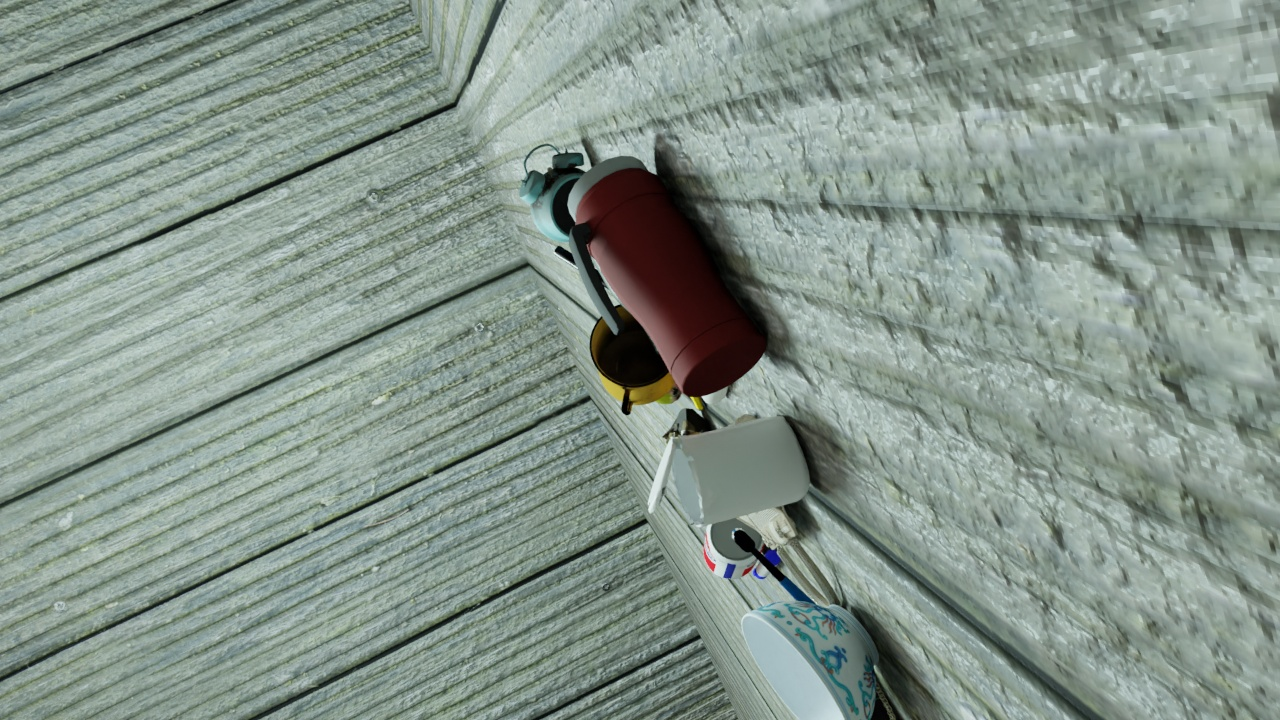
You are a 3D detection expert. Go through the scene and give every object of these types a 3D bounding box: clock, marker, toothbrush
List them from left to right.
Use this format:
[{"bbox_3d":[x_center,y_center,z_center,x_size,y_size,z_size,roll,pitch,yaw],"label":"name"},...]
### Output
[{"bbox_3d":[-0.087,-0.192,1.061,0.124,0.090,0.053,56,166,-27],"label":"clock"},{"bbox_3d":[0.154,0.251,1.125,0.020,0.020,0.142,62,172,18],"label":"marker"},{"bbox_3d":[0.149,0.223,0.885,0.167,0.014,0.014,45,-179,-4],"label":"toothbrush"}]

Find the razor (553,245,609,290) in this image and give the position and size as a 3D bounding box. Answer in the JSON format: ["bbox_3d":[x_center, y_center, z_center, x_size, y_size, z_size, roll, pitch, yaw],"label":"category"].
[{"bbox_3d":[-0.040,-0.094,1.061,0.144,0.022,0.043,28,160,15],"label":"razor"}]

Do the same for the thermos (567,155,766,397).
[{"bbox_3d":[0.007,-0.068,0.739,0.198,0.107,0.084,59,152,25],"label":"thermos"}]

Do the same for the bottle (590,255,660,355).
[{"bbox_3d":[-0.007,-0.081,1.005,0.174,0.055,0.055,63,173,2],"label":"bottle"}]

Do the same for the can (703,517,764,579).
[{"bbox_3d":[0.113,0.224,1.123,0.070,0.070,0.132,62,172,19],"label":"can"}]

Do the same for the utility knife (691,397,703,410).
[{"bbox_3d":[0.045,0.009,0.994,0.030,0.019,0.224,58,176,25],"label":"utility knife"}]

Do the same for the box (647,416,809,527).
[{"bbox_3d":[0.063,0.089,0.755,0.080,0.143,0.089,177,78,-76],"label":"box"}]

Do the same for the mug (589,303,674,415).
[{"bbox_3d":[-0.006,0.007,1.060,0.094,0.100,0.123,80,-160,-72],"label":"mug"}]

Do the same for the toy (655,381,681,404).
[{"bbox_3d":[0.015,0.014,1.182,0.110,0.051,0.090,56,172,34],"label":"toy"}]

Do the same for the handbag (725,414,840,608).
[{"bbox_3d":[0.133,0.165,0.912,0.198,0.062,0.176,54,171,14],"label":"handbag"}]

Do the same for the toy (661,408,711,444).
[{"bbox_3d":[0.064,0.096,1.099,0.100,0.062,0.076,-167,73,-68],"label":"toy"}]

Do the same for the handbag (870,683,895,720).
[{"bbox_3d":[0.200,0.345,0.883,0.128,0.079,0.054,61,174,34],"label":"handbag"}]

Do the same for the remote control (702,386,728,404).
[{"bbox_3d":[0.064,0.001,0.891,0.060,0.025,0.138,62,175,14],"label":"remote control"}]

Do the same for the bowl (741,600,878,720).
[{"bbox_3d":[0.167,0.270,0.834,0.144,0.074,0.144,48,159,26],"label":"bowl"}]
